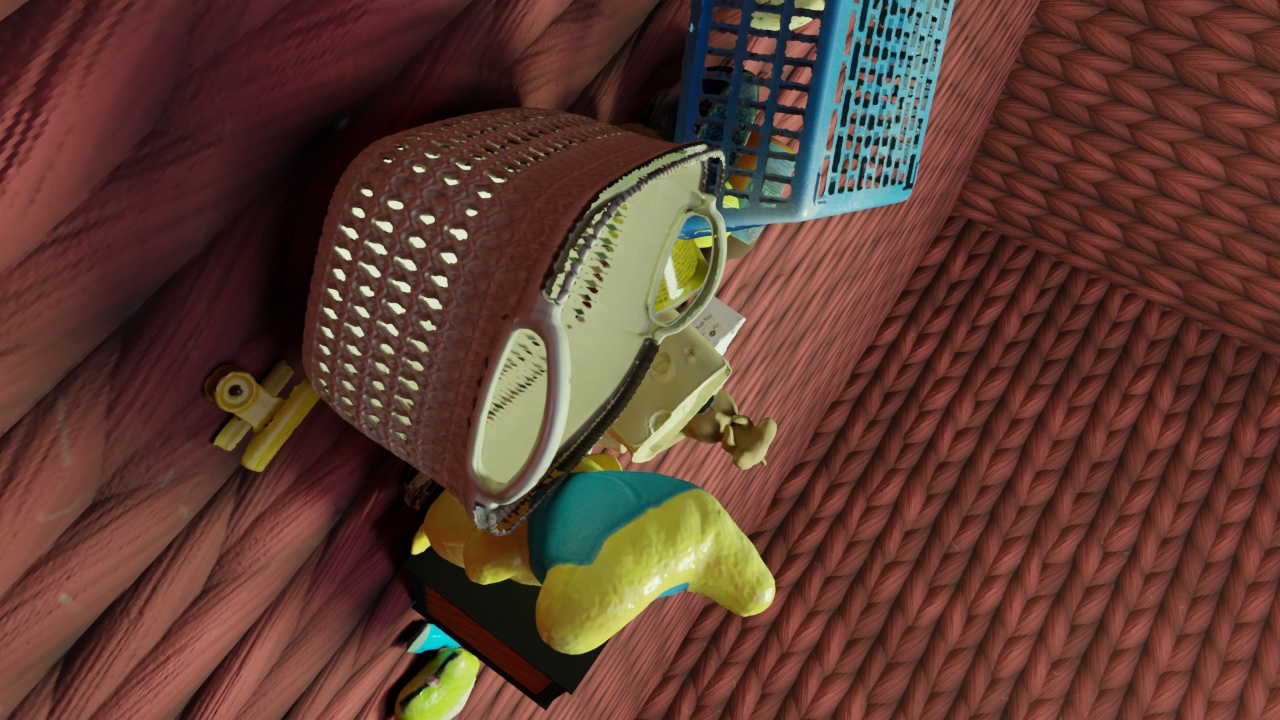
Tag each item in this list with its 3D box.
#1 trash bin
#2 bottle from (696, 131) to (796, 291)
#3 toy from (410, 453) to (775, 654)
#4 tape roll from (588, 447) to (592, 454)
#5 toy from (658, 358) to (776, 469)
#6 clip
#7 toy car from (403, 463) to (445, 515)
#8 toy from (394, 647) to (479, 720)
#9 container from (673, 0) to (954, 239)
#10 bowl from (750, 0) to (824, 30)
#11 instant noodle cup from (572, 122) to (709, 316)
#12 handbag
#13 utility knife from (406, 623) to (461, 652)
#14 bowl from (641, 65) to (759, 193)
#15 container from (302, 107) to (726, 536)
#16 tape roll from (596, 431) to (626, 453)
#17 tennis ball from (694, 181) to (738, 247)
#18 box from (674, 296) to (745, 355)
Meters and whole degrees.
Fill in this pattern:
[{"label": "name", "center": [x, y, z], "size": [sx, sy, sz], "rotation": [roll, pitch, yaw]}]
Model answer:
[{"label": "trash bin", "center": [-0.078, 0.161, 0.707], "size": [0.139, 0.140, 0.172], "rotation": [-52, 174, -26]}, {"label": "bottle", "center": [0.086, -0.139, 0.875], "size": [0.157, 0.068, 0.067], "rotation": [-63, 163, 8]}, {"label": "toy", "center": [-0.041, 0.097, 0.543], "size": [0.148, 0.214, 0.084], "rotation": [-3, 98, -33]}, {"label": "tape roll", "center": [-0.077, 0.099, 0.883], "size": [0.093, 0.018, 0.094], "rotation": [-51, 160, -27]}, {"label": "toy", "center": [0.088, 0.070, 0.981], "size": [0.134, 0.108, 0.106], "rotation": [-50, 155, -9]}, {"label": "clip", "center": [-0.187, 0.021, 0.442], "size": [0.054, 0.046, 0.048], "rotation": [-55, -163, -15]}, {"label": "toy car", "center": [-0.141, 0.080, 0.640], "size": [0.048, 0.040, 0.113], "rotation": [-51, 179, -8]}, {"label": "toy", "center": [-0.190, 0.314, 0.863], "size": [0.092, 0.043, 0.118], "rotation": [-42, 159, -24]}, {"label": "container", "center": [0.142, -0.260, 0.612], "size": [0.256, 0.089, 0.363], "rotation": [-20, 124, -52]}, {"label": "bowl", "center": [0.149, -0.331, 0.750], "size": [0.144, 0.063, 0.145], "rotation": [-50, 158, -29]}, {"label": "instant noodle cup", "center": [-0.011, -0.100, 0.641], "size": [0.100, 0.100, 0.112], "rotation": [-52, 151, -25]}, {"label": "handbag", "center": [-0.004, 0.004, 0.747], "size": [0.111, 0.119, 0.081], "rotation": [-47, 163, 4]}, {"label": "utility knife", "center": [-0.179, 0.255, 0.849], "size": [0.031, 0.015, 0.175], "rotation": [-54, 164, -10]}, {"label": "bowl", "center": [0.036, -0.173, 0.693], "size": [0.114, 0.061, 0.114], "rotation": [-54, 163, -25]}, {"label": "container", "center": [-0.055, -0.037, 0.478], "size": [0.250, 0.143, 0.185], "rotation": [-44, 156, -61]}, {"label": "tape roll", "center": [-0.015, 0.045, 0.920], "size": [0.094, 0.027, 0.094], "rotation": [20, 89, -80]}, {"label": "tennis ball", "center": [0.053, -0.131, 0.797], "size": [0.065, 0.065, 0.065], "rotation": [-52, 161, -26]}, {"label": "box", "center": [0.039, -0.020, 0.992], "size": [0.107, 0.095, 0.103], "rotation": [-44, 170, -32]}]
